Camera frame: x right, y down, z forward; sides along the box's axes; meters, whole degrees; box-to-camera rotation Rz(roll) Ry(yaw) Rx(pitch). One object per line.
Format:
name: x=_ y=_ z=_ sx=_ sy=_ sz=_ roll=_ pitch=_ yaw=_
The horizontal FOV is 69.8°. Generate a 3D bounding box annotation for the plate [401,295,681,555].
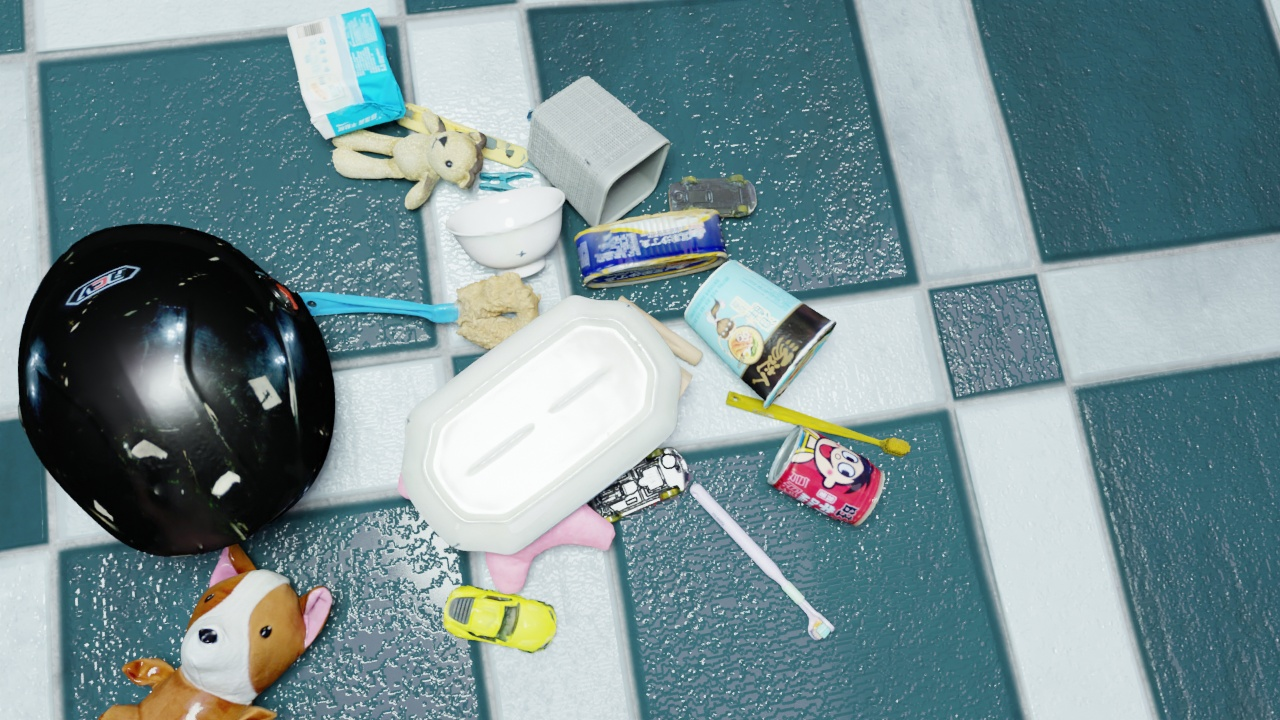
plate: x=-0.086 y=0.052 z=0.802 sx=0.265 sy=0.034 sz=0.162 roll=-36 pitch=85 yaw=-8

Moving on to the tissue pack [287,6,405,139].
tissue pack: x=-0.291 y=-0.286 z=0.913 sx=0.090 sy=0.063 sz=0.140 roll=-18 pitch=59 yaw=-9

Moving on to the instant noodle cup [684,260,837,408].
instant noodle cup: x=0.110 y=-0.032 z=0.892 sx=0.120 sy=0.111 sz=0.111 roll=40 pitch=77 yaw=12

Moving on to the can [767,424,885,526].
can: x=0.178 y=0.111 z=0.880 sx=0.094 sy=0.066 sz=0.066 roll=28 pitch=77 yaw=1

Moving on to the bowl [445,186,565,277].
bowl: x=-0.124 y=-0.119 z=0.896 sx=0.118 sy=0.118 sz=0.065 roll=-19 pitch=119 yaw=-9

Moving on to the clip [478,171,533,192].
clip: x=-0.138 y=-0.183 z=0.942 sx=0.056 sy=0.014 sz=0.040 roll=4 pitch=77 yaw=-6

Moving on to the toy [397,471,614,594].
toy: x=-0.105 y=0.113 z=0.848 sx=0.194 sy=0.074 sz=0.178 roll=42 pitch=85 yaw=1

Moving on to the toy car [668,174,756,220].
toy car: x=0.074 y=-0.166 z=0.947 sx=0.090 sy=0.035 sz=0.042 roll=-4 pitch=80 yaw=-7

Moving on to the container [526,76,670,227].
container: x=-0.047 y=-0.208 z=0.911 sx=0.114 sy=0.090 sz=0.090 roll=44 pitch=64 yaw=10

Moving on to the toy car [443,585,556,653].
toy car: x=-0.128 y=0.237 z=0.842 sx=0.105 sy=0.032 sz=0.048 roll=13 pitch=76 yaw=-4

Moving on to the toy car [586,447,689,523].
toy car: x=-0.004 y=0.120 z=0.878 sx=0.106 sy=0.031 sz=0.049 roll=-24 pitch=81 yaw=1

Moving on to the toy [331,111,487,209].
toy: x=-0.232 y=-0.206 z=0.912 sx=0.157 sy=0.066 sz=0.105 roll=6 pitch=74 yaw=12

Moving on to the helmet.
helmet: x=-0.379 y=0.028 z=0.765 sx=0.233 sy=0.230 sz=0.275 roll=-29 pitch=121 yaw=-11

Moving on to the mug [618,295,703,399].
mug: x=-0.005 y=0.005 z=0.887 sx=0.103 sy=0.084 sz=0.124 roll=34 pitch=50 yaw=1

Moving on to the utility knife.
utility knife: x=-0.161 y=-0.225 z=0.951 sx=0.207 sy=0.021 sz=0.031 roll=21 pitch=76 yaw=-6

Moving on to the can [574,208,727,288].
can: x=0.011 y=-0.111 z=0.909 sx=0.148 sy=0.075 sz=0.049 roll=-10 pitch=82 yaw=-8

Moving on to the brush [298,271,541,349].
brush: x=-0.213 y=-0.049 z=0.887 sx=0.255 sy=0.083 sz=0.045 roll=3 pitch=34 yaw=3

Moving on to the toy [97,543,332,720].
toy: x=-0.359 y=0.260 z=0.776 sx=0.140 sy=0.131 sz=0.199 roll=28 pitch=67 yaw=7

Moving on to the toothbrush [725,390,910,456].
toothbrush: x=0.178 y=0.063 z=0.916 sx=0.190 sy=0.017 sz=0.015 roll=17 pitch=76 yaw=-2

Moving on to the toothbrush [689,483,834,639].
toothbrush: x=0.113 y=0.191 z=0.882 sx=0.189 sy=0.029 sz=0.021 roll=47 pitch=37 yaw=7

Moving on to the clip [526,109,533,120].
clip: x=-0.090 y=-0.259 z=0.959 sx=0.057 sy=0.025 sz=0.033 roll=-23 pitch=85 yaw=-16
